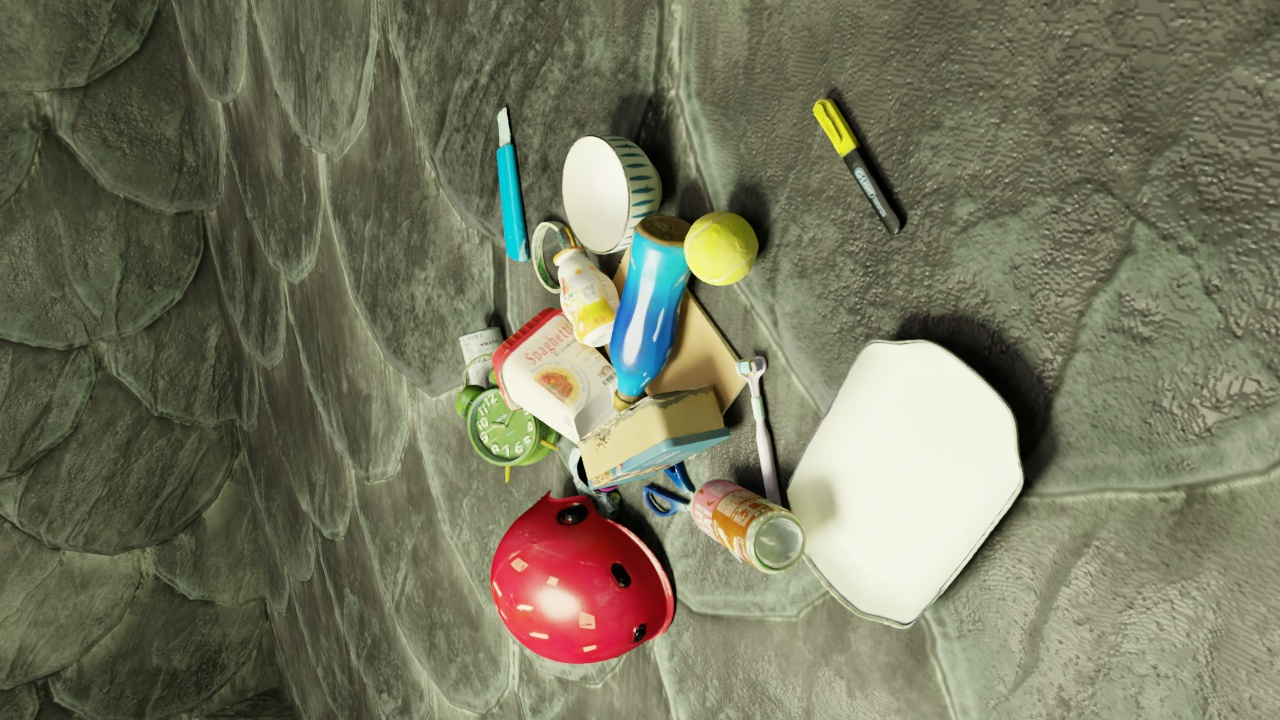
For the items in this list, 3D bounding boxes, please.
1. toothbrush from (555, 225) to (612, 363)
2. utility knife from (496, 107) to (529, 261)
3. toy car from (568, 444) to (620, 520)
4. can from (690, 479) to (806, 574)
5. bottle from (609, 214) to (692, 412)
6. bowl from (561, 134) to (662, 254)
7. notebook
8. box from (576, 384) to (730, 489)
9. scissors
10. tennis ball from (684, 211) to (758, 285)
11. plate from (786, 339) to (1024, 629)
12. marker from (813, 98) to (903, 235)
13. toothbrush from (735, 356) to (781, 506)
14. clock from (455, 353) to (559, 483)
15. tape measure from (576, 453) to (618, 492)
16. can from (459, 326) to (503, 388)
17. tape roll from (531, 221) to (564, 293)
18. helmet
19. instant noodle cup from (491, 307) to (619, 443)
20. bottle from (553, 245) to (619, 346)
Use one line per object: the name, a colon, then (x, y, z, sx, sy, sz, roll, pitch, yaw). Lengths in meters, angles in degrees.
toothbrush: (-0.056, -0.066, 1.038, 0.016, 0.018, 0.191, -35, 74, 57)
utility knife: (-0.162, -0.217, 1.140, 0.034, 0.018, 0.188, 8, 109, 41)
toy car: (-0.061, 0.151, 1.132, 0.105, 0.031, 0.049, 63, 143, 18)
can: (0.097, 0.151, 0.852, 0.147, 0.058, 0.058, -166, 65, -73)
bottle: (0.005, -0.037, 0.919, 0.065, 0.065, 0.219, 44, 135, 36)
bowl: (-0.021, -0.169, 0.920, 0.116, 0.066, 0.116, 24, 120, 48)
notebook: (0.027, -0.018, 0.963, 0.207, 0.008, 0.148, 56, 142, 24)
box: (0.012, 0.079, 0.934, 0.185, 0.089, 0.061, -33, 70, 55)
scissors: (0.052, 0.146, 0.989, 0.164, 0.012, 0.160, -20, 87, 54)
tennis ball: (0.072, -0.100, 0.818, 0.065, 0.065, 0.065, 26, 123, 48)
plate: (0.208, 0.098, 0.733, 0.162, 0.034, 0.266, 48, 137, 32)
marker: (0.168, -0.150, 0.708, 0.124, 0.015, 0.018, 63, 147, 13)
toothbrush: (0.120, 0.090, 0.867, 0.021, 0.029, 0.189, -70, -31, -79)
clock: (-0.175, 0.067, 1.188, 0.116, 0.056, 0.161, -34, 83, 22)
tape measure: (-0.044, 0.125, 1.075, 0.039, 0.057, 0.058, 23, 112, 48)
can: (-0.202, 0.030, 1.258, 0.058, 0.058, 0.146, -14, 91, 55)
tape roll: (-0.103, -0.123, 1.097, 0.086, 0.013, 0.086, 26, 123, 47)
helmet: (-0.088, 0.280, 1.108, 0.240, 0.143, 0.207, 5, 117, 49)
instant noodle cup: (-0.087, 0.023, 1.042, 0.124, 0.116, 0.117, 39, 159, 24)
bottle: (-0.058, -0.071, 0.999, 0.063, 0.063, 0.108, -46, 65, 51)
